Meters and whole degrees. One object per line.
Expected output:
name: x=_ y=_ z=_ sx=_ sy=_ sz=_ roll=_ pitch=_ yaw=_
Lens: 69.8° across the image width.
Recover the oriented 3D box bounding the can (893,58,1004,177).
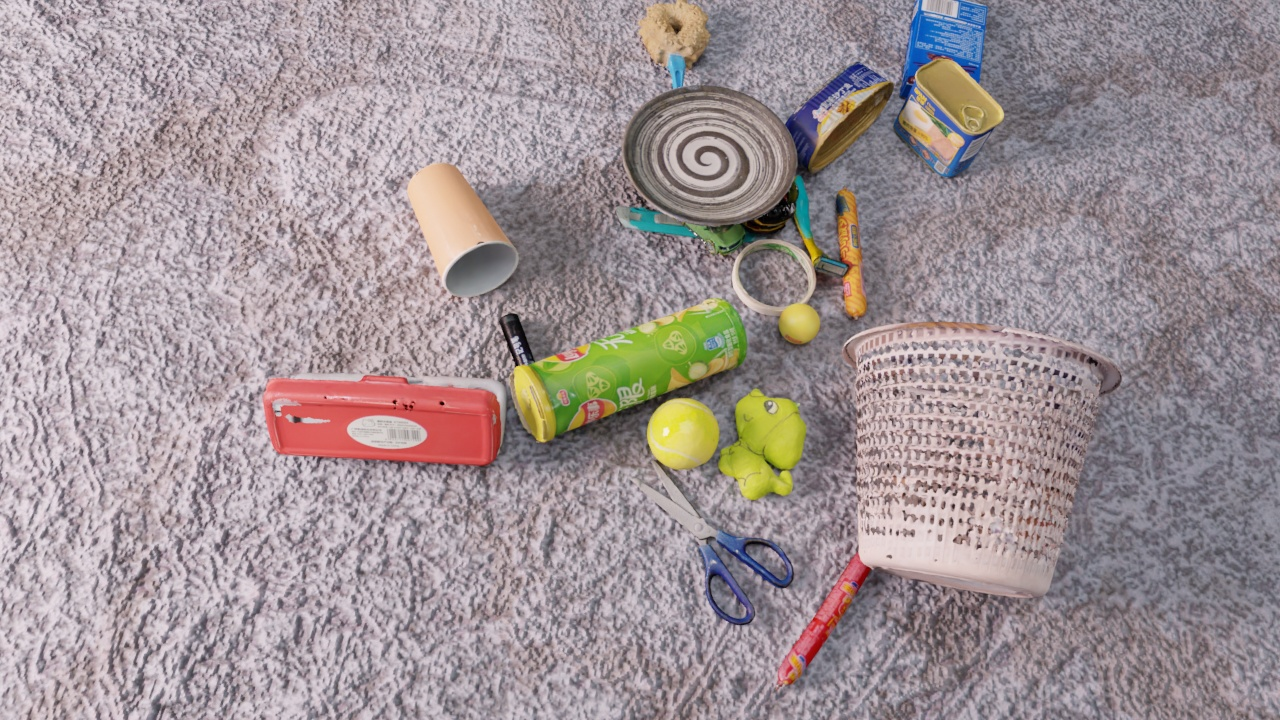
can: x=0.335 y=-0.264 z=1.008 sx=0.057 sy=0.083 sz=0.102 roll=-31 pitch=71 yaw=-18

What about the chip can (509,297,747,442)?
chip can: x=-0.005 y=0.005 z=0.842 sx=0.220 sy=0.073 sz=0.072 roll=-21 pitch=68 yaw=-23

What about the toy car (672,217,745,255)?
toy car: x=0.068 y=-0.148 z=0.942 sx=0.091 sy=0.036 sz=0.043 roll=45 pitch=64 yaw=10

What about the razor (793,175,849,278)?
razor: x=0.179 y=-0.142 z=0.964 sx=0.043 sy=0.028 sz=0.132 roll=9 pitch=52 yaw=-31

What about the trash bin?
trash bin: x=0.274 y=0.091 z=0.777 sx=0.227 sy=0.228 sz=0.192 roll=11 pitch=77 yaw=0

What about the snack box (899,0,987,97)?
snack box: x=0.362 y=-0.369 z=1.091 sx=0.084 sy=0.026 sz=0.156 roll=15 pitch=64 yaw=2

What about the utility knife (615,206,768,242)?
utility knife: x=0.054 y=-0.143 z=0.963 sx=0.164 sy=0.013 sz=0.029 roll=7 pitch=65 yaw=-3

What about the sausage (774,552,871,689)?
sausage: x=0.162 y=0.223 z=0.797 sx=0.020 sy=0.020 sz=0.155 roll=36 pitch=67 yaw=12

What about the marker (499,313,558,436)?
marker: x=-0.105 y=0.014 z=0.870 sx=0.020 sy=0.022 sz=0.132 roll=-13 pitch=65 yaw=-23

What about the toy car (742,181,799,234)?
toy car: x=0.112 y=-0.205 z=0.979 sx=0.071 sy=0.041 sz=0.155 roll=-13 pitch=66 yaw=-25

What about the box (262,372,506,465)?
box: x=-0.223 y=0.041 z=0.827 sx=0.201 sy=0.095 sz=0.098 roll=3 pitch=35 yaw=-3

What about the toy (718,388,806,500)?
toy: x=0.117 y=0.078 z=0.855 sx=0.100 sy=0.031 sz=0.096 roll=-37 pitch=73 yaw=-15

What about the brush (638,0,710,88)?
brush: x=0.044 y=-0.302 z=1.029 sx=0.083 sy=0.046 sz=0.254 roll=0 pitch=68 yaw=-10

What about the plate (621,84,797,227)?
plate: x=0.069 y=-0.207 z=0.935 sx=0.179 sy=0.024 sz=0.179 roll=1 pitch=65 yaw=-3

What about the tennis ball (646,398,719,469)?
tennis ball: x=0.039 y=0.067 z=0.834 sx=0.065 sy=0.066 sz=0.065 roll=2 pitch=64 yaw=-4

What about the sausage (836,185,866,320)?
sausage: x=0.220 y=-0.114 z=0.960 sx=0.021 sy=0.021 sz=0.165 roll=3 pitch=64 yaw=-4

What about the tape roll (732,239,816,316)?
tape roll: x=0.137 y=-0.085 z=0.944 sx=0.086 sy=0.014 sz=0.085 roll=2 pitch=64 yaw=-5

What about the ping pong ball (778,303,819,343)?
ping pong ball: x=0.157 y=-0.036 z=0.907 sx=0.040 sy=0.040 sz=0.040 roll=2 pitch=64 yaw=-4

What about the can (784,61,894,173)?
can: x=0.214 y=-0.267 z=1.004 sx=0.049 sy=0.075 sz=0.147 roll=41 pitch=67 yaw=17

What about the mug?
mug: x=-0.181 y=-0.133 z=0.908 sx=0.078 sy=0.078 sz=0.122 roll=-24 pitch=63 yaw=-16

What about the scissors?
scissors: x=0.067 y=0.153 z=0.826 sx=0.141 sy=0.012 sz=0.170 roll=-9 pitch=65 yaw=-7
